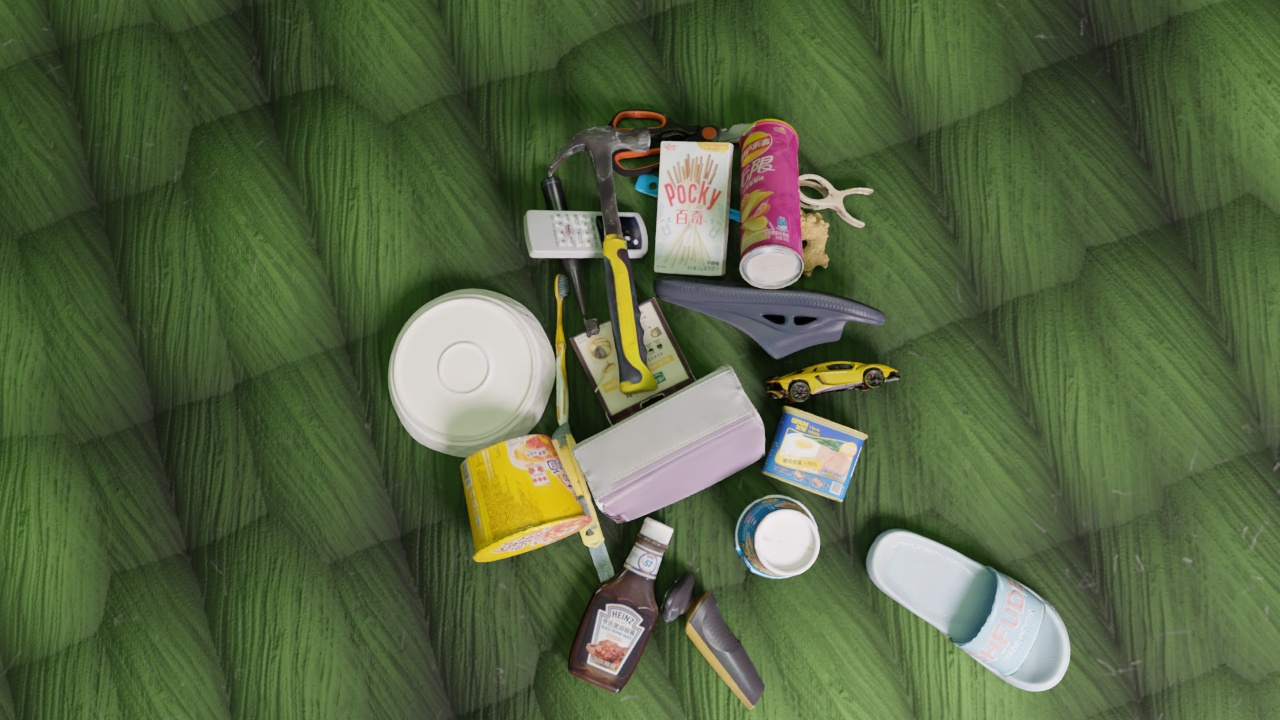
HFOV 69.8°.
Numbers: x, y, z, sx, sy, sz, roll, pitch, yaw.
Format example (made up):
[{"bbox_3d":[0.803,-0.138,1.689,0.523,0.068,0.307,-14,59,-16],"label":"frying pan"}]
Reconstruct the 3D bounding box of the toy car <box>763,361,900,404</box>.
[{"bbox_3d":[0.221,0.023,1.064,0.156,0.071,0.041,-9,86,-1],"label":"toy car"}]

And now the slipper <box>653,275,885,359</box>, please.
[{"bbox_3d":[0.144,-0.048,1.069,0.268,0.110,0.083,8,99,10],"label":"slipper"}]

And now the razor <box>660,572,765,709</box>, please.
[{"bbox_3d":[0.084,0.323,1.046,0.068,0.062,0.167,-37,88,28],"label":"razor"}]

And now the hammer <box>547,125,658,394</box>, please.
[{"bbox_3d":[-0.031,-0.120,1.056,0.126,0.032,0.323,-6,77,-13],"label":"hammer"}]

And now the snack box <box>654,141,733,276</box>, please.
[{"bbox_3d":[0.063,-0.180,1.093,0.085,0.026,0.157,5,98,17],"label":"snack box"}]

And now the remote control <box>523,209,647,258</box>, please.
[{"bbox_3d":[-0.063,-0.150,1.092,0.149,0.021,0.058,-3,69,-22],"label":"remote control"}]

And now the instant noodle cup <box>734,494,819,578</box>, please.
[{"bbox_3d":[0.158,0.200,1.024,0.099,0.110,0.099,0,83,2],"label":"instant noodle cup"}]

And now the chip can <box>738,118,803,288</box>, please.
[{"bbox_3d":[0.148,-0.181,1.045,0.071,0.071,0.210,3,53,3],"label":"chip can"}]

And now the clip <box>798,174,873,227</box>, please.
[{"bbox_3d":[0.229,-0.196,1.113,0.100,0.035,0.071,15,83,-4],"label":"clip"}]

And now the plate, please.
[{"bbox_3d":[-0.207,0.012,1.099,0.205,0.045,0.204,0,83,3],"label":"plate"}]

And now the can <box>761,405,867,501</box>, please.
[{"bbox_3d":[0.199,0.108,1.061,0.102,0.057,0.083,20,86,5],"label":"can"}]

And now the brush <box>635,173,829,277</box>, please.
[{"bbox_3d":[0.113,-0.174,1.114,0.255,0.046,0.083,23,88,9],"label":"brush"}]

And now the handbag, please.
[{"bbox_3d":[0.037,0.100,1.027,0.197,0.145,0.098,-27,61,-1],"label":"handbag"}]

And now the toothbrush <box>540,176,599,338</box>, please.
[{"bbox_3d":[-0.083,-0.125,1.099,0.027,0.026,0.212,-18,71,6],"label":"toothbrush"}]

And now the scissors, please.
[{"bbox_3d":[0.072,-0.260,1.127,0.235,0.022,0.141,16,72,8],"label":"scissors"}]

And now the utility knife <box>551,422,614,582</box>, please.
[{"bbox_3d":[-0.065,0.177,1.086,0.031,0.022,0.210,-19,92,6],"label":"utility knife"}]

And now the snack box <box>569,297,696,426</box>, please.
[{"bbox_3d":[-0.006,0.006,1.084,0.113,0.053,0.125,-26,82,0],"label":"snack box"}]

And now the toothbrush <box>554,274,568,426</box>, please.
[{"bbox_3d":[-0.093,-0.012,1.109,0.018,0.016,0.191,-11,78,46],"label":"toothbrush"}]

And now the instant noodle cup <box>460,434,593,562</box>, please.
[{"bbox_3d":[-0.137,0.153,1.038,0.138,0.138,0.109,-20,73,0],"label":"instant noodle cup"}]

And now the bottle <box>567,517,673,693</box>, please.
[{"bbox_3d":[-0.016,0.277,1.055,0.080,0.044,0.194,24,83,-1],"label":"bottle"}]

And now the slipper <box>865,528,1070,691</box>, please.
[{"bbox_3d":[0.369,0.271,1.023,0.245,0.074,0.104,32,84,8],"label":"slipper"}]
